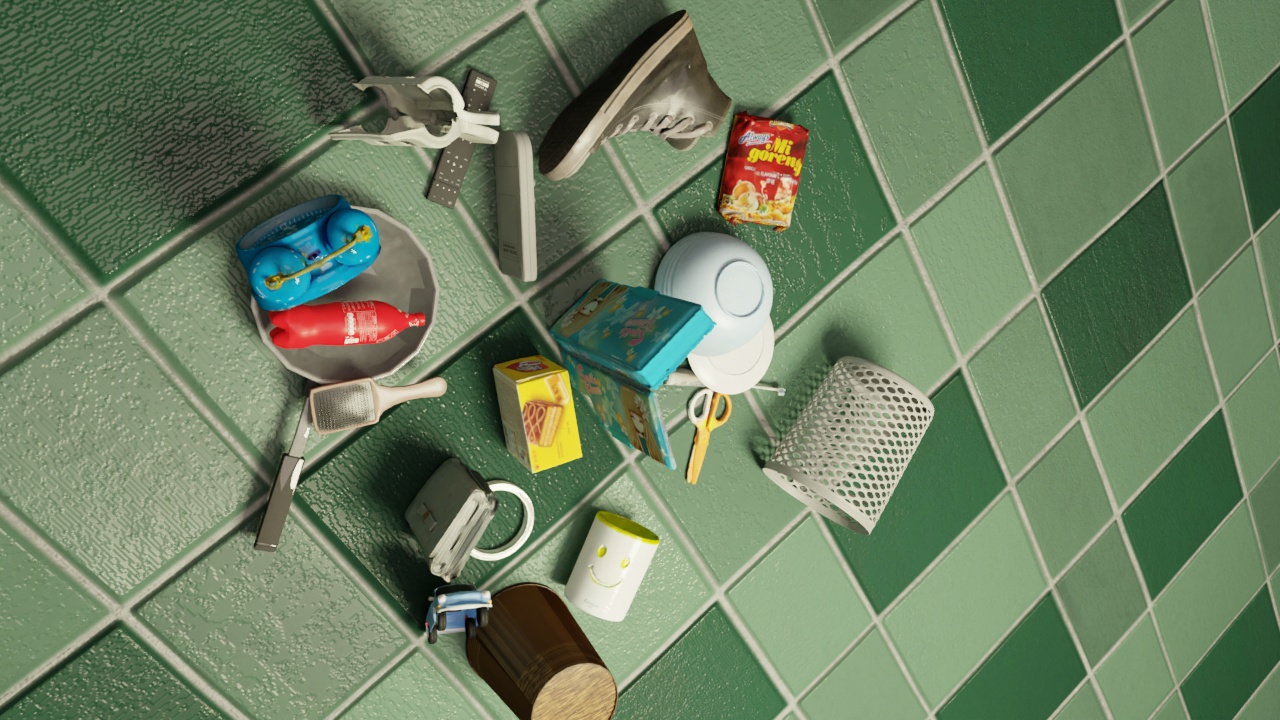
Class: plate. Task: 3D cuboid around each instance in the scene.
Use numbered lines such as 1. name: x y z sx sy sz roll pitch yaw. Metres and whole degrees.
1. plate: 0.116 -0.025 1.138 0.134 0.011 0.134 -1 91 -30

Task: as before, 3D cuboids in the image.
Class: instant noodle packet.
1. instant noodle packet: 0.148 -0.225 1.108 0.098 0.040 0.135 7 100 -23

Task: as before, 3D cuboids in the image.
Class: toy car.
1. toy car: -0.199 0.268 0.988 0.056 0.154 0.054 -1 65 -20

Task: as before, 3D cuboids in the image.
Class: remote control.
1. remote control: -0.184 -0.227 0.942 0.030 0.009 0.140 18 93 -31
2. remote control: -0.128 -0.161 0.951 0.019 0.074 0.151 -8 106 -27

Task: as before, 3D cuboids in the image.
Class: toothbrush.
1. toothbrush: 0.109 0.028 1.157 0.185 0.024 0.022 8 142 -30

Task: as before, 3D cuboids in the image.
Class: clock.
1. clock: -0.282 -0.092 0.786 0.116 0.161 0.060 -33 118 -21

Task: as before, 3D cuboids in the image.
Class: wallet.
1. wallet: -0.198 0.163 0.959 0.054 0.132 0.100 29 86 -27

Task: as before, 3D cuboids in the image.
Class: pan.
1. pan: -0.320 0.019 0.909 0.178 0.041 0.357 17 94 -31

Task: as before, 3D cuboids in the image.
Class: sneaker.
1. sneaker: -0.003 -0.255 0.991 0.234 0.095 0.120 -50 120 -18

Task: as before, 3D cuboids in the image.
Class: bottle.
1. bottle: -0.276 -0.035 0.870 0.141 0.042 0.042 -5 104 -28

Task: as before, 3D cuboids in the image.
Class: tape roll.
1. tape roll: -0.167 0.183 1.049 0.093 0.013 0.093 -7 104 -27

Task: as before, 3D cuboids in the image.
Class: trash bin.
1. trash bin: 0.274 0.106 1.191 0.156 0.157 0.183 39 80 -30

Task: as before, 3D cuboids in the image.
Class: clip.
1. clip: -0.205 -0.241 0.864 0.151 0.127 0.105 -26 120 -36

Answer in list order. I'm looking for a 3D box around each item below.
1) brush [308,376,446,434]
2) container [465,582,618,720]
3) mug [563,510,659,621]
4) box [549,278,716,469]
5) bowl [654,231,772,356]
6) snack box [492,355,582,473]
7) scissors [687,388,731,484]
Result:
1. brush: -0.258 0.039 0.915 0.135 0.015 0.050 -12 113 -26
2. container: -0.107 0.346 1.031 0.132 0.167 0.132 -7 105 -27
3. mug: -0.035 0.245 1.096 0.082 0.082 0.106 24 91 -31
4. box: -0.024 0.002 0.958 0.084 0.227 0.171 13 95 -30
5. bowl: 0.099 -0.081 1.077 0.150 0.075 0.150 0 89 -27
6. snack box: -0.114 0.056 1.006 0.061 0.084 0.106 -16 110 -24
7. scissors: 0.076 0.097 1.161 0.065 0.013 0.128 15 94 -30
